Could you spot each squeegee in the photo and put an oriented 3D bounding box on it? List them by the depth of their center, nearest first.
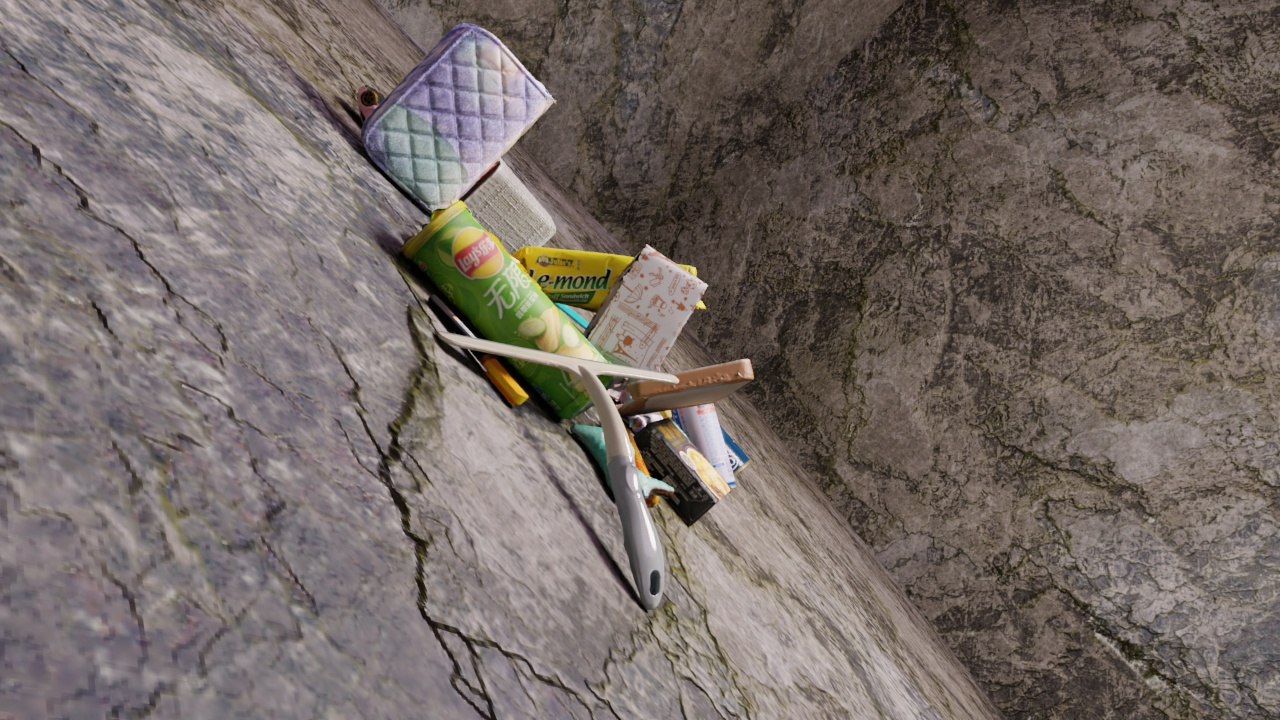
[{"bbox_3d":[-0.021,0.076,0.721,0.246,0.039,0.246,11,43,-37],"label":"squeegee"}]

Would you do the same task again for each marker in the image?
[{"bbox_3d":[-0.138,-0.009,0.767,0.124,0.015,0.018,47,5,13],"label":"marker"}]

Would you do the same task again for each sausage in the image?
[{"bbox_3d":[-0.008,0.102,0.920,0.021,0.021,0.165,45,8,-27],"label":"sausage"}]

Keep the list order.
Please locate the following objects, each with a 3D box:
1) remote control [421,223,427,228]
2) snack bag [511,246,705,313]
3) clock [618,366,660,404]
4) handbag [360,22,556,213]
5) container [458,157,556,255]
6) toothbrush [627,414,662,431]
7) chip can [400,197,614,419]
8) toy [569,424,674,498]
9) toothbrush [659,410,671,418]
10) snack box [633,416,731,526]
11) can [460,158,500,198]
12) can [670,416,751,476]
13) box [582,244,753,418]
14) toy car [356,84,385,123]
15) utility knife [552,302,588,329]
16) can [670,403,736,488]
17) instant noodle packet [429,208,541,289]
[{"bbox_3d":[-0.169,-0.077,0.897,0.136,0.024,0.053,48,5,-13],"label":"remote control"},{"bbox_3d":[-0.040,-0.092,1.144,0.246,0.068,0.158,9,0,4],"label":"snack bag"},{"bbox_3d":[-0.007,0.007,1.142,0.158,0.060,0.117,81,-6,-82],"label":"clock"},{"bbox_3d":[-0.206,-0.270,1.023,0.134,0.194,0.075,44,6,-31],"label":"handbag"},{"bbox_3d":[-0.177,-0.192,1.204,0.114,0.090,0.090,45,8,-24],"label":"container"},{"bbox_3d":[0.011,0.079,1.185,0.029,0.021,0.189,48,5,8],"label":"toothbrush"},{"bbox_3d":[-0.116,-0.042,0.838,0.221,0.072,0.072,47,7,-9],"label":"chip can"},{"bbox_3d":[-0.015,0.098,0.842,0.096,0.030,0.092,20,25,-31],"label":"toy"},{"bbox_3d":[0.046,0.092,1.236,0.190,0.016,0.016,58,11,10],"label":"toothbrush"},{"bbox_3d":[0.043,0.123,1.036,0.113,0.053,0.125,49,12,9],"label":"snack box"},{"bbox_3d":[-0.230,-0.243,1.142,0.066,0.094,0.066,48,7,-8],"label":"can"},{"bbox_3d":[0.079,0.112,1.184,0.111,0.075,0.075,49,7,10],"label":"can"},{"bbox_3d":[0.027,0.001,0.973,0.178,0.152,0.183,31,-12,-6],"label":"box"},{"bbox_3d":[-0.306,-0.275,1.106,0.122,0.037,0.056,62,14,11],"label":"toy car"},{"bbox_3d":[-0.126,-0.088,1.269,0.207,0.013,0.029,40,8,-34],"label":"utility knife"},{"bbox_3d":[0.074,0.097,1.120,0.053,0.053,0.134,22,52,-74],"label":"can"},{"bbox_3d":[-0.169,-0.112,1.012,0.111,0.044,0.128,43,2,16],"label":"instant noodle packet"}]
